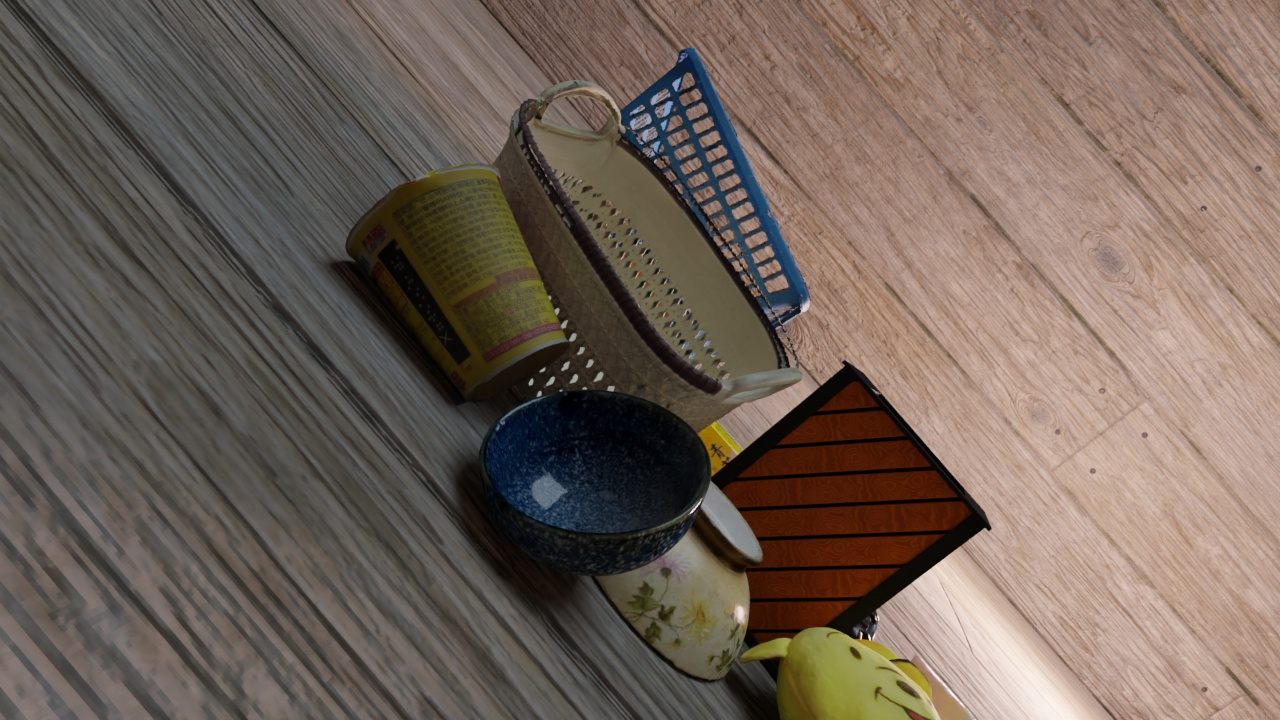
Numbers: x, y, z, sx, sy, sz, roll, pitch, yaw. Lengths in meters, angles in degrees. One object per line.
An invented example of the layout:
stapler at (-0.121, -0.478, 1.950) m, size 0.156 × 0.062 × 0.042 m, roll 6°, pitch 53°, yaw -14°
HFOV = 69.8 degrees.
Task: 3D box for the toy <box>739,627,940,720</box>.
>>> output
toy at (0.130, 0.230, 0.499) m, size 0.149 × 0.084 × 0.213 m, roll 41°, pitch 11°, yaw -20°

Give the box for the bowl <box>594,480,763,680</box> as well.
bowl at (0.026, 0.110, 0.549) m, size 0.145 × 0.063 × 0.145 m, roll 45°, pitch 12°, yaw -13°

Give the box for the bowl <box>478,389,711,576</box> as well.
bowl at (-0.024, 0.070, 0.465) m, size 0.114 × 0.061 × 0.114 m, roll 5°, pitch 34°, yaw -3°

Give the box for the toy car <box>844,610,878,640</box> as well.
toy car at (0.154, 0.202, 0.782) m, size 0.113 × 0.041 × 0.048 m, roll 41°, pitch 53°, yaw -9°

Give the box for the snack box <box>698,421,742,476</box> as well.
snack box at (0.071, 0.090, 0.842) m, size 0.148 × 0.040 × 0.029 m, roll 48°, pitch 11°, yaw -1°

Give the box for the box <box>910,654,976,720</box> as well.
box at (0.228, 0.311, 0.720) m, size 0.107 × 0.095 × 0.102 m, roll 51°, pitch -1°, yaw -15°

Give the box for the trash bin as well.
trash bin at (0.136, 0.113, 0.673) m, size 0.139 × 0.172 × 0.139 m, roll 52°, pitch 12°, yaw 15°

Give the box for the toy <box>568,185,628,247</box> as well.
toy at (-0.072, -0.138, 0.921) m, size 0.134 × 0.108 × 0.105 m, roll 25°, pitch 49°, yaw -63°

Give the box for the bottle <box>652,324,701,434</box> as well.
bottle at (-0.005, 0.005, 0.773) m, size 0.068 × 0.068 × 0.157 m, roll 37°, pitch 16°, yaw -44°

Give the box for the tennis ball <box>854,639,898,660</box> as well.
tennis ball at (0.153, 0.226, 0.632) m, size 0.065 × 0.065 × 0.065 m, roll 46°, pitch 12°, yaw -13°

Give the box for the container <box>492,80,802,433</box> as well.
container at (-0.017, -0.049, 0.625) m, size 0.184 × 0.143 × 0.251 m, roll -3°, pitch 57°, yaw -58°

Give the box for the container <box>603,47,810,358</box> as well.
container at (0.040, -0.124, 0.954) m, size 0.362 × 0.089 × 0.257 m, roll 126°, pitch -60°, yaw -81°

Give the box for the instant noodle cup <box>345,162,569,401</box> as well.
instant noodle cup at (-0.098, -0.040, 0.531) m, size 0.112 × 0.100 × 0.100 m, roll 58°, pitch 13°, yaw 6°

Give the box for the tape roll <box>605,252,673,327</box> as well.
tape roll at (-0.016, -0.051, 0.847) m, size 0.094 × 0.094 × 0.027 m, roll 44°, pitch 12°, yaw -20°
